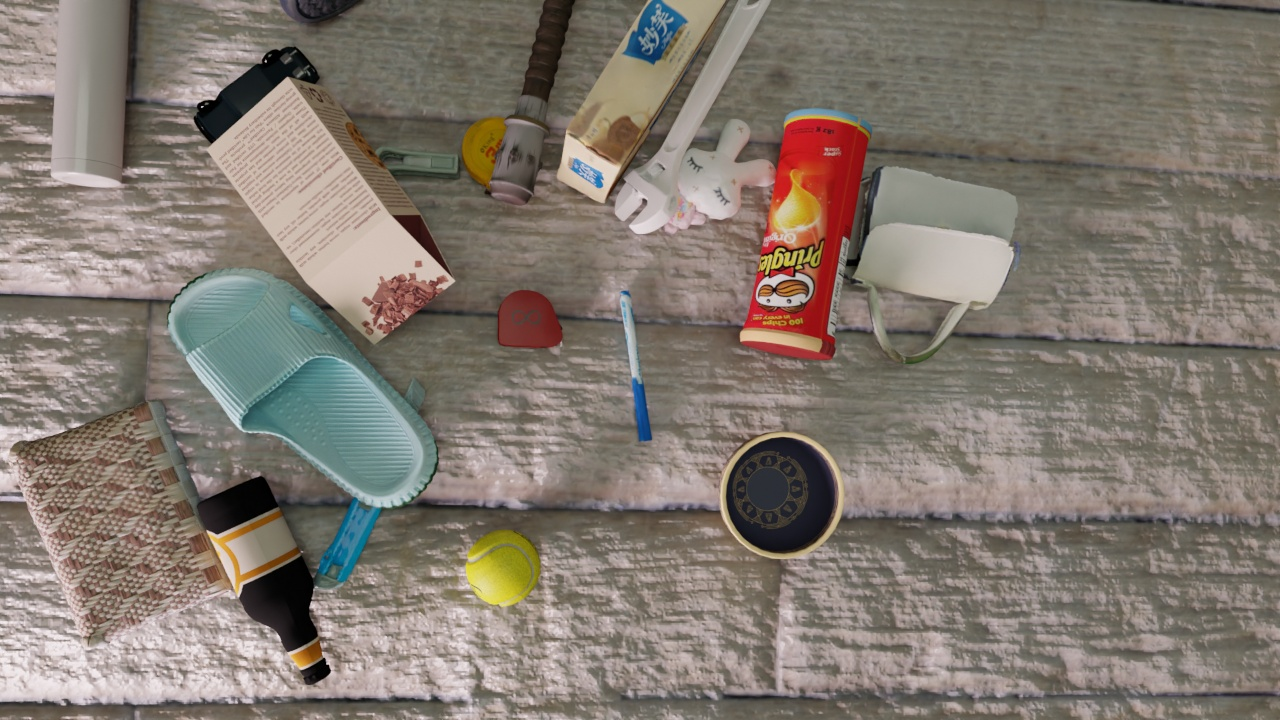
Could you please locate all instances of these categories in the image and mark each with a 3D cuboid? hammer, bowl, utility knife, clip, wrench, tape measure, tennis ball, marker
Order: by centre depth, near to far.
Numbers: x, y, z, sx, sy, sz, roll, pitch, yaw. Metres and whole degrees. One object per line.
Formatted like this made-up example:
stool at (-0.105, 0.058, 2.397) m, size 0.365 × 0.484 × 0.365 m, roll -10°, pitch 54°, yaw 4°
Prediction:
hammer at (-0.077, -0.296, 0.804) m, size 0.190 × 0.101 × 0.324 m, roll 14°, pitch 85°, yaw -6°
tennis ball at (-0.121, 0.182, 0.809) m, size 0.065 × 0.065 × 0.065 m, roll 0°, pitch 88°, yaw -7°
utility knife at (-0.241, 0.113, 0.824) m, size 0.031 × 0.015 × 0.206 m, roll 24°, pitch 85°, yaw -10°
clip at (-0.201, -0.178, 0.828) m, size 0.076 × 0.043 × 0.023 m, roll 3°, pitch 86°, yaw -6°
tape measure at (-0.133, -0.188, 0.835) m, size 0.059 × 0.030 × 0.068 m, roll 33°, pitch 81°, yaw -5°
bowl at (0.123, 0.120, 0.841) m, size 0.112 × 0.061 × 0.112 m, roll 0°, pitch 88°, yaw -7°
tape measure at (-0.101, -0.038, 0.841) m, size 0.059 × 0.019 × 0.051 m, roll 2°, pitch 86°, yaw -14°
wrench at (0.054, -0.238, 0.850) m, size 0.018 × 0.066 × 0.273 m, roll 37°, pitch 78°, yaw -47°
marker at (-0.005, 0.005, 0.855) m, size 0.013 × 0.013 × 0.142 m, roll -8°, pitch 89°, yaw -7°

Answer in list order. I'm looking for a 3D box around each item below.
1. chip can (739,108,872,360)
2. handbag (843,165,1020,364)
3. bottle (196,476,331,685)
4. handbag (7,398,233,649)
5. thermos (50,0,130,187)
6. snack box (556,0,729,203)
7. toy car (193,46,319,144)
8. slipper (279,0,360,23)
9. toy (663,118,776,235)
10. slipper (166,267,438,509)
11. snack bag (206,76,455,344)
chip can at (0.152, -0.112, 0.839) m, size 0.087 × 0.087 × 0.213 m, roll 12°, pitch 86°, yaw -6°
handbag at (0.266, -0.083, 0.858) m, size 0.151 × 0.074 × 0.176 m, roll 11°, pitch 88°, yaw -6°
bottle at (-0.315, 0.193, 0.789) m, size 0.059 × 0.059 × 0.181 m, roll -25°, pitch 92°, yaw -7°
handbag at (-0.442, 0.137, 0.784) m, size 0.124 × 0.047 × 0.186 m, roll -21°, pitch 91°, yaw -15°
thermos at (-0.469, -0.265, 0.786) m, size 0.052 × 0.052 × 0.224 m, roll 2°, pitch 88°, yaw -7°
snack box at (0.006, -0.246, 0.791) m, size 0.055 × 0.153 × 0.207 m, roll 32°, pitch 85°, yaw -6°
toy car at (-0.338, -0.231, 0.810) m, size 0.112 × 0.034 × 0.046 m, roll -41°, pitch 94°, yaw -7°
slipper at (-0.230, -0.413, 0.793) m, size 0.083 × 0.111 × 0.268 m, roll 42°, pitch 81°, yaw -1°
toy at (0.066, -0.167, 0.854) m, size 0.125 × 0.037 × 0.076 m, roll -37°, pitch 89°, yaw -11°
slipper at (-0.290, 0.021, 0.788) m, size 0.276 × 0.069 × 0.116 m, roll 42°, pitch 80°, yaw 0°
snack bag at (-0.256, -0.124, 0.786) m, size 0.094 × 0.069 × 0.206 m, roll -36°, pitch 93°, yaw 12°
